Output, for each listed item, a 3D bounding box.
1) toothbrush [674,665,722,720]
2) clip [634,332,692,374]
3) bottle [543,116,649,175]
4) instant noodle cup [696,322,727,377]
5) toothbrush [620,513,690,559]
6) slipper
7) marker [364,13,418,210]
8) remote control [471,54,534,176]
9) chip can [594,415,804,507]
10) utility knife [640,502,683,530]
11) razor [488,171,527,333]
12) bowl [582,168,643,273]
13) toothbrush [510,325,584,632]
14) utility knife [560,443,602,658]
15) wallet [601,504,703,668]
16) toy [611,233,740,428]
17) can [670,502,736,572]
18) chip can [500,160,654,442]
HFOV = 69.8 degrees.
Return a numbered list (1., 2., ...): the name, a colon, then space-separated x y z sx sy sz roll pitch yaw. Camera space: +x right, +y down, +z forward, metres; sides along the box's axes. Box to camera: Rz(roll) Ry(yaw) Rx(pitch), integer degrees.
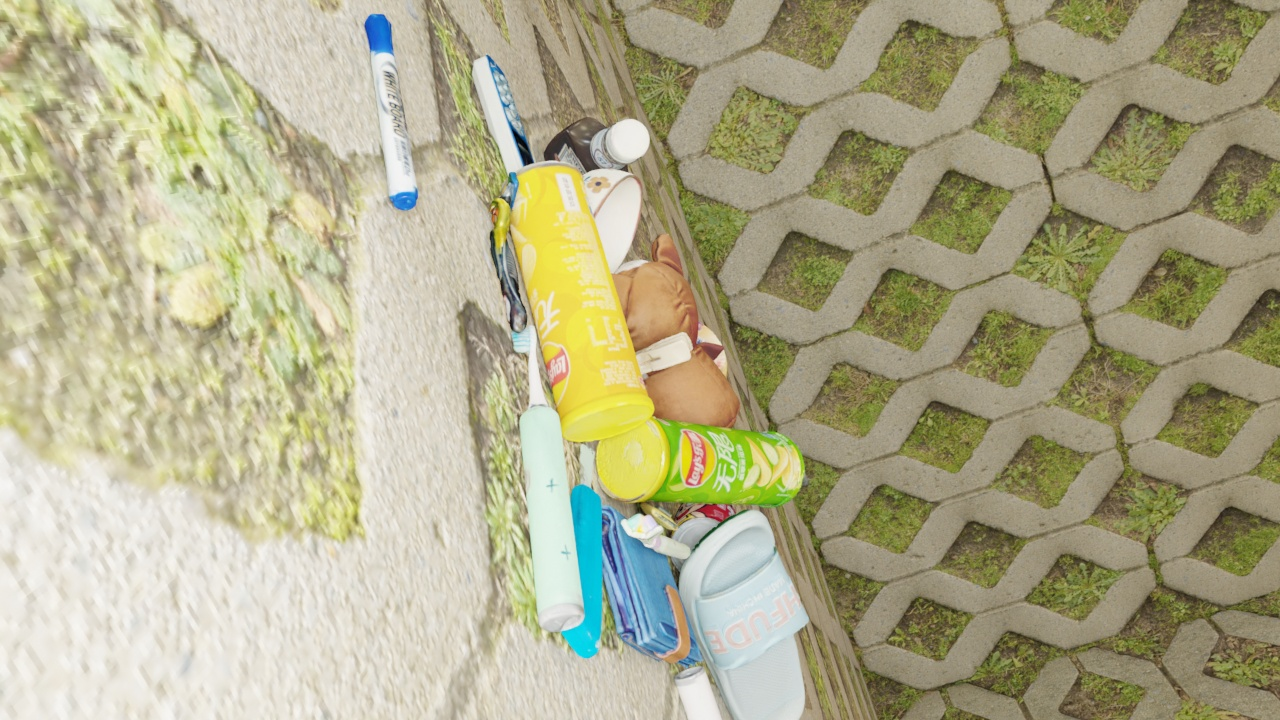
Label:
1. toothbrush: 0.075 0.353 0.726 0.026 0.027 0.221 -15 83 -47
2. clip: -0.008 0.008 0.764 0.034 0.105 0.080 70 24 -10
3. bottle: -0.042 -0.201 0.902 0.080 0.044 0.195 57 -16 -14
4. instant noodle cup: 0.032 0.004 0.992 0.099 0.111 0.111 -107 175 -82
5. toothbrush: 0.019 0.138 0.700 0.189 0.029 0.020 54 47 -69
6. slipper: 0.107 0.256 0.849 0.074 0.104 0.245 22 -47 61
7. marker: -0.148 -0.149 0.542 0.017 0.017 0.145 52 20 -61
8. remote control: -0.117 -0.202 0.800 0.049 0.024 0.125 27 42 -76
9. chip can: 0.060 0.089 0.790 0.221 0.073 0.072 11 56 -48
10. utility knife: 0.016 0.130 0.752 0.031 0.020 0.195 33 -3 0
11. razor: -0.097 -0.075 0.662 0.043 0.022 0.142 114 -28 -47
12. bowl: -0.050 -0.126 0.844 0.113 0.062 0.114 -54 160 -31
13. toothbrush: -0.060 0.060 0.571 0.027 0.027 0.224 108 -22 -46
14. utility knife: -0.037 0.112 0.613 0.034 0.018 0.206 51 16 -22
15. wallet: 0.005 0.172 0.685 0.133 0.040 0.106 52 16 -59
16. toy: 0.016 -0.010 0.873 0.139 0.131 0.200 -43 121 -48
17. can: 0.065 0.173 0.918 0.093 0.066 0.066 -56 125 -78
18. chip can: -0.052 -0.048 0.706 0.072 0.072 0.213 45 26 -68
